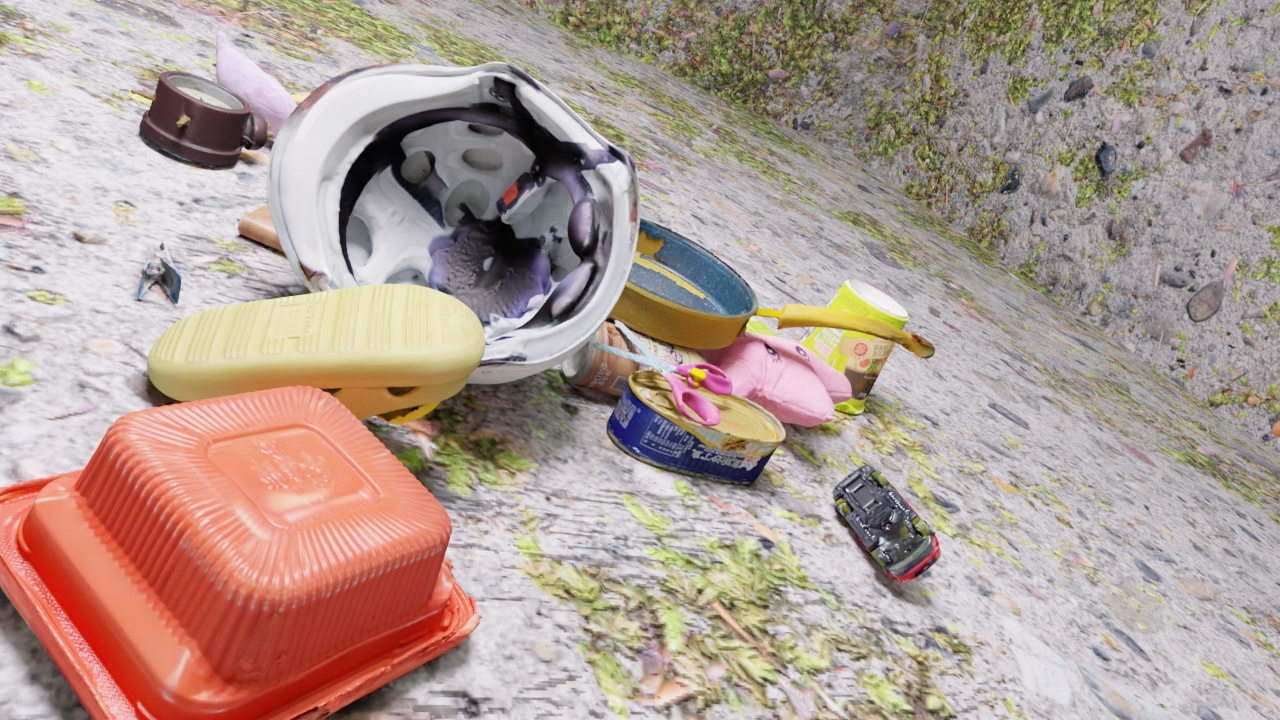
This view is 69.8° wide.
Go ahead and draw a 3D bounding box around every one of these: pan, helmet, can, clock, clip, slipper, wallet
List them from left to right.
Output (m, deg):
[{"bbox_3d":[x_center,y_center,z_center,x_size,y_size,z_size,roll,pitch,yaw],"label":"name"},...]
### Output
[{"bbox_3d":[-0.319,-0.061,0.607,0.045,0.027,0.058,2,30,-34],"label":"clip"},{"bbox_3d":[-0.383,-0.214,0.815,0.082,0.055,0.121,34,21,12],"label":"clock"},{"bbox_3d":[-0.267,-0.107,0.772,0.101,0.020,0.115,24,20,-8],"label":"wallet"},{"bbox_3d":[-0.187,0.006,0.548,0.190,0.082,0.091,-4,37,-5],"label":"slipper"},{"bbox_3d":[-0.130,-0.090,0.681,0.259,0.228,0.146,24,-18,5],"label":"helmet"},{"bbox_3d":[-0.005,0.005,0.783,0.116,0.059,0.058,15,26,-28],"label":"can"},{"bbox_3d":[0.046,0.055,0.747,0.148,0.049,0.074,16,25,-28],"label":"can"},{"bbox_3d":[0.091,-0.059,0.836,0.357,0.078,0.197,26,24,-1],"label":"pan"}]

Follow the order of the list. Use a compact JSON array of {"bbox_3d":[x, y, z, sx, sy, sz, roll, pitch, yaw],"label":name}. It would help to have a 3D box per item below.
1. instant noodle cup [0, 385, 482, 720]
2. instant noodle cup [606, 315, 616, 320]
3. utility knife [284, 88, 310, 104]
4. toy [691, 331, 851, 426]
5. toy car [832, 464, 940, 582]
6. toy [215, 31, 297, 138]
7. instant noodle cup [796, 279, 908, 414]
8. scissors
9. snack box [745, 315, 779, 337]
[{"bbox_3d":[-0.166,0.079,0.415,0.164,0.079,0.188,39,22,20],"label":"instant noodle cup"},{"bbox_3d":[-0.043,-0.102,0.966,0.138,0.060,0.173,28,24,-3],"label":"instant noodle cup"},{"bbox_3d":[-0.351,-0.263,0.924,0.188,0.020,0.030,14,40,24],"label":"utility knife"},{"bbox_3d":[0.130,0.018,0.883,0.194,0.075,0.178,3,24,-37],"label":"toy"},{"bbox_3d":[0.204,0.135,0.755,0.045,0.053,0.120,46,9,-27],"label":"toy car"},{"bbox_3d":[-0.374,-0.255,0.890,0.108,0.084,0.038,36,47,10],"label":"toy"},{"bbox_3d":[0.234,-0.021,1.029,0.111,0.124,0.111,24,23,-11],"label":"instant noodle cup"},{"bbox_3d":[0.023,0.012,0.723,0.133,0.017,0.131,18,29,-25],"label":"scissors"},{"bbox_3d":[0.082,-0.039,1.020,0.156,0.026,0.086,1,35,-49],"label":"snack box"}]
